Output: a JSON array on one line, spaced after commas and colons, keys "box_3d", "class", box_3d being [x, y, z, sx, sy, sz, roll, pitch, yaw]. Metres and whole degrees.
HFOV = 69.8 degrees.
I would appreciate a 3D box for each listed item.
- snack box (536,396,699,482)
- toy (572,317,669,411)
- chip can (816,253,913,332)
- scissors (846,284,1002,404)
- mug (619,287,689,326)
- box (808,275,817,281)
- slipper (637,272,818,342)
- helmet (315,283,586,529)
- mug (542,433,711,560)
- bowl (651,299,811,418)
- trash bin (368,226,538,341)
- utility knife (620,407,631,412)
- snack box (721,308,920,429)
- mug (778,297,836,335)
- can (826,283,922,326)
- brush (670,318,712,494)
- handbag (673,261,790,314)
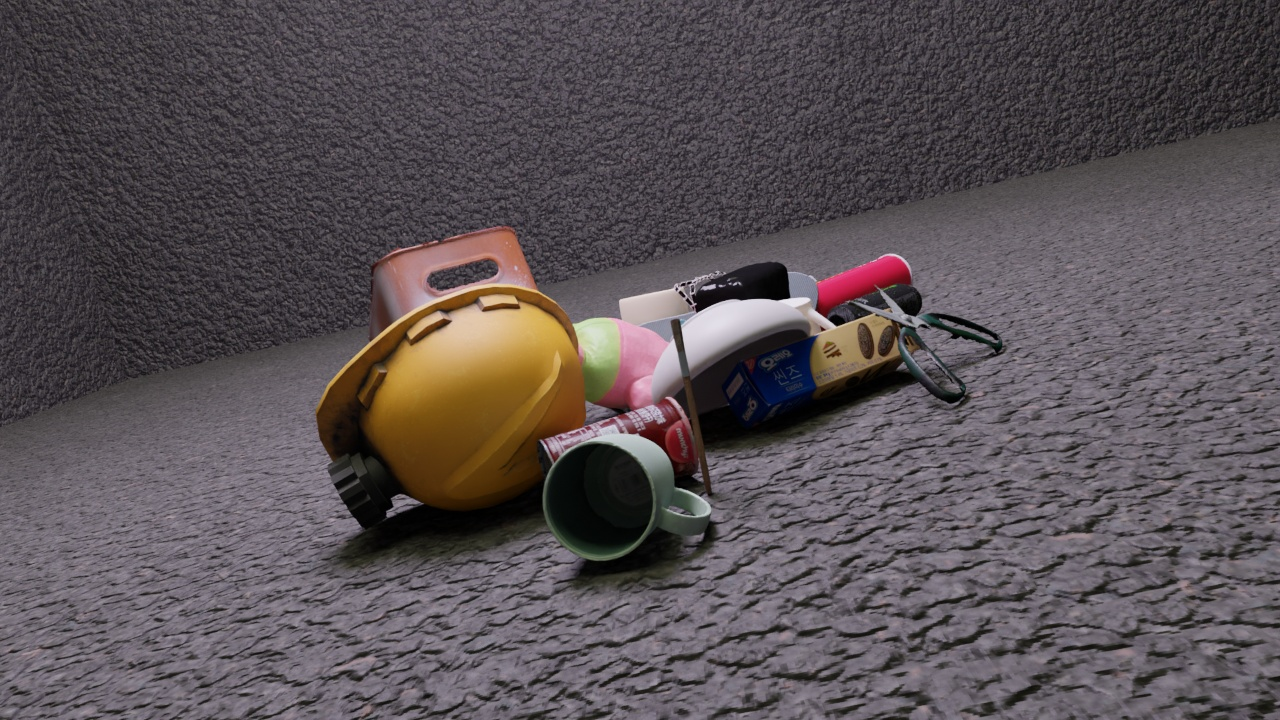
[{"box_3d": [-0.020, 0.082, 0.776, 0.121, 0.072, 0.072, -17, 11, -17], "class": "snack box"}, {"box_3d": [-0.006, 0.006, 1.036, 0.236, 0.097, 0.192, 10, 22, -21], "class": "toy"}, {"box_3d": [0.297, -0.093, 1.305, 0.220, 0.069, 0.069, -22, 14, -38], "class": "chip can"}, {"box_3d": [0.298, -0.014, 0.903, 0.201, 0.015, 0.203, 13, 33, -17], "class": "scissors"}, {"box_3d": [0.024, -0.047, 1.318, 0.096, 0.100, 0.120, -11, 5, -2], "class": "mug"}, {"box_3d": [0.201, -0.068, 1.358, 0.209, 0.070, 0.067, -23, -6, -44], "class": "box"}, {"box_3d": [0.114, -0.038, 1.236, 0.269, 0.098, 0.054, -20, -12, 8], "class": "slipper"}, {"box_3d": [-0.146, 0.059, 0.818, 0.255, 0.205, 0.131, -31, 43, -11], "class": "helmet"}, {"box_3d": [-0.002, 0.099, 0.674, 0.111, 0.084, 0.104, 19, 7, 14], "class": "mug"}, {"box_3d": [0.081, -0.012, 0.928, 0.176, 0.066, 0.177, -26, -19, -10], "class": "bowl"}, {"box_3d": [-0.228, -0.028, 1.150, 0.181, 0.157, 0.260, -18, -17, -24], "class": "trash bin"}, {"box_3d": [-0.035, 0.048, 1.117, 0.022, 0.015, 0.177, -8, 8, -20], "class": "utility knife"}, {"box_3d": [0.184, 0.006, 0.923, 0.206, 0.057, 0.056, -19, -22, -27], "class": "snack box"}, {"box_3d": [0.179, -0.021, 1.021, 0.114, 0.088, 0.080, -5, 13, 37], "class": "mug"}, {"box_3d": [0.298, -0.059, 1.168, 0.137, 0.054, 0.054, -20, 13, -32], "class": "can"}, {"box_3d": [0.042, 0.037, 0.735, 0.008, 0.143, 0.045, -11, 2, 3], "class": "brush"}, {"box_3d": [0.118, -0.048, 1.133, 0.115, 0.125, 0.153, -7, 11, 26], "class": "handbag"}]
